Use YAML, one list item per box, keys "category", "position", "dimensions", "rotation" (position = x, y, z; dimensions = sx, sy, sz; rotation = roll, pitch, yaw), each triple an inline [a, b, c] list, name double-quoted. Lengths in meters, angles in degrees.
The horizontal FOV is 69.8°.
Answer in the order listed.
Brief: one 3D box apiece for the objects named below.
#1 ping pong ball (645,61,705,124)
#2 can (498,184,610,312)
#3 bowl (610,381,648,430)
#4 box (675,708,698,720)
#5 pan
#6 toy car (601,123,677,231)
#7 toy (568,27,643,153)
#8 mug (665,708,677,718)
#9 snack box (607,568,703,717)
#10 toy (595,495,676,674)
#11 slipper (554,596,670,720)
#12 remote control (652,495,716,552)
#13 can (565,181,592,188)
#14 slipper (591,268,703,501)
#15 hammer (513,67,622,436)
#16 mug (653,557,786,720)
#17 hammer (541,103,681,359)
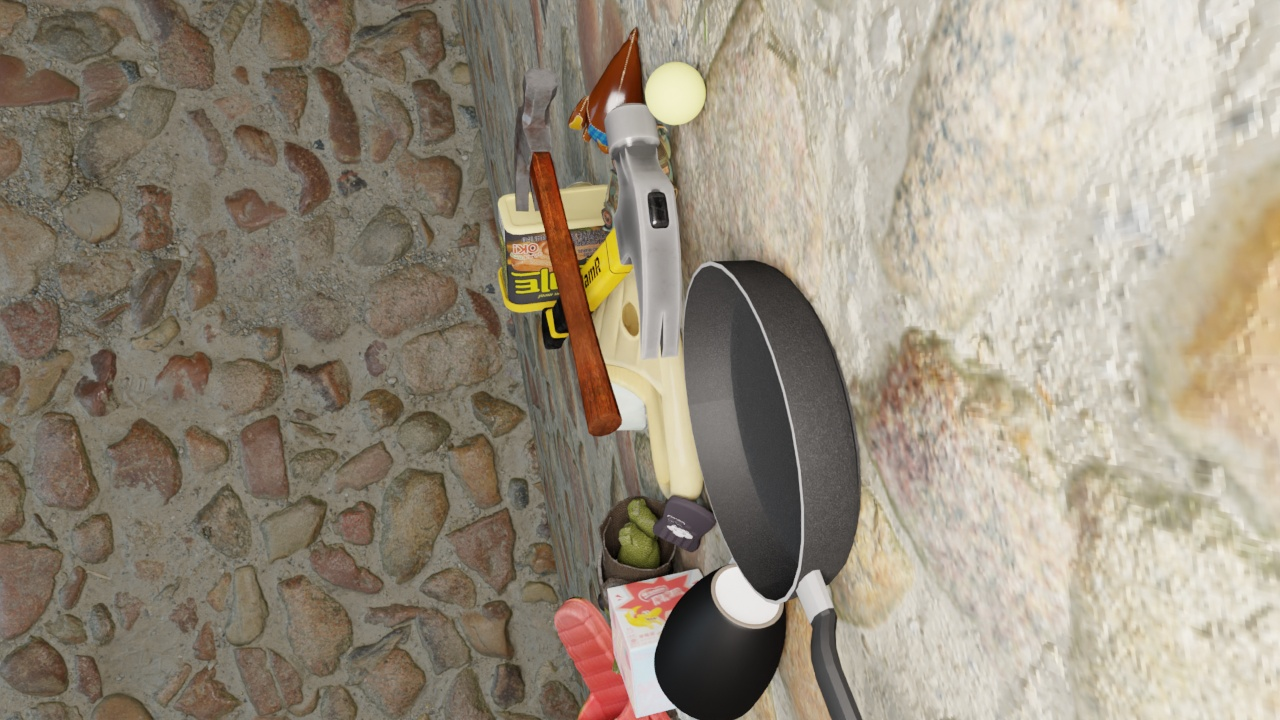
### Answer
- category: "ping pong ball"
  position: [0.023, -0.176, 0.606]
  dimensions: [0.040, 0.040, 0.040]
  rotation: [169, 91, -79]
- category: "can"
  position: [-0.079, -0.116, 0.937]
  dimensions: [0.101, 0.130, 0.072]
  rotation: [94, 162, -44]
- category: "bowl"
  position: [-0.032, 0.024, 0.986]
  dimensions: [0.117, 0.061, 0.117]
  rotation: [166, 91, -81]
- category: "box"
  position: [0.082, 0.437, 0.905]
  dimensions: [0.209, 0.037, 0.190]
  rotation: [-134, 28, -71]
- category: "pan"
  position: [0.091, 0.098, 0.506]
  dimensions: [0.204, 0.044, 0.355]
  rotation: [95, 161, -52]
- category: "toy car"
  position: [0.002, -0.134, 0.731]
  dimensions: [0.047, 0.047, 0.112]
  rotation: [55, 155, 21]
- category: "toy"
  position: [-0.017, -0.227, 0.780]
  dimensions: [0.090, 0.070, 0.103]
  rotation: [-92, 18, -79]
- category: "mug"
  position: [0.016, 0.318, 1.020]
  dimensions: [0.115, 0.080, 0.107]
  rotation: [-65, -26, -61]
- category: "snack box"
  position: [0.026, 0.255, 0.840]
  dimensions: [0.094, 0.093, 0.079]
  rotation: [-124, 26, -65]
- category: "toy"
  position: [-0.006, 0.210, 0.940]
  dimensions: [0.178, 0.078, 0.153]
  rotation: [-69, -11, -49]
- category: "slipper"
  position: [-0.029, 0.371, 0.966]
  dimensions: [0.104, 0.059, 0.248]
  rotation: [-32, 85, 48]
- category: "remote control"
  position: [0.038, 0.148, 0.821]
  dimensions: [0.009, 0.046, 0.125]
  rotation: [-62, -5, -25]
- category: "can"
  position: [-0.062, -0.160, 1.041]
  dimensions: [0.038, 0.038, 0.079]
  rotation: [111, 147, -69]
- category: "slipper"
  position: [-0.005, 0.005, 0.817]
  dimensions: [0.111, 0.079, 0.261]
  rotation: [141, 117, -73]
- category: "hammer"
  position: [-0.060, -0.079, 0.714]
  dimensions: [0.111, 0.028, 0.300]
  rotation: [114, 146, -55]
- category: "mug"
  position: [0.065, 0.182, 0.659]
  dimensions: [0.118, 0.085, 0.100]
  rotation: [-68, -4, -49]
- category: "hammer"
  position: [-0.037, -0.058, 0.743]
  dimensions: [0.325, 0.034, 0.169]
  rotation: [145, 118, -68]
